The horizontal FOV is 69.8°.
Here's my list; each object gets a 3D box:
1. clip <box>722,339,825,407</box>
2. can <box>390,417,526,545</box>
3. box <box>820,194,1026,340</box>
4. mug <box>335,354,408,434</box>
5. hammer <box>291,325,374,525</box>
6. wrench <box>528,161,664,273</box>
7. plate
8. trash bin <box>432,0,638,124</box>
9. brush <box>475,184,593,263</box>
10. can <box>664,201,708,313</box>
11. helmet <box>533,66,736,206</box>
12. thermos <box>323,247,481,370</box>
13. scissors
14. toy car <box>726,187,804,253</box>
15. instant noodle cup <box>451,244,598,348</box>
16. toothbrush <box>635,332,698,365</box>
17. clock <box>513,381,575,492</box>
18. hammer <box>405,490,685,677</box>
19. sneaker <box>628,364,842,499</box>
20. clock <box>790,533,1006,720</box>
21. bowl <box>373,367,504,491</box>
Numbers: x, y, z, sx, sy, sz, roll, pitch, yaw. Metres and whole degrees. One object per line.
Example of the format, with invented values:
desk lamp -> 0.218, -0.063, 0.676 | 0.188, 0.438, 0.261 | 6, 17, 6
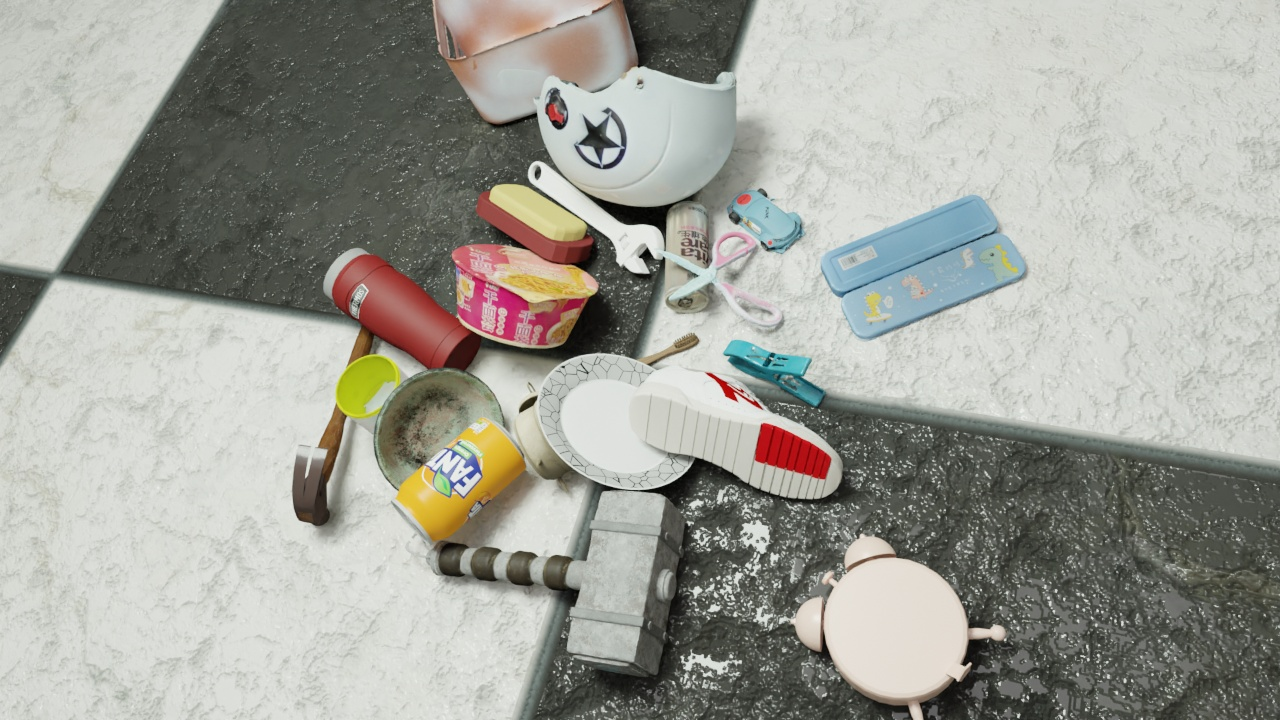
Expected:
clip -> 0.152, 0.013, 1.045 | 0.120, 0.104, 0.027 | 24, 68, 33
can -> -0.202, 0.135, 1.029 | 0.079, 0.079, 0.142 | 36, 65, 29
box -> 0.326, -0.111, 1.068 | 0.209, 0.021, 0.125 | -22, 58, 5
mug -> -0.308, 0.053, 1.117 | 0.083, 0.106, 0.082 | -7, 61, 13
hammer -> -0.373, 0.049, 1.155 | 0.033, 0.116, 0.322 | 9, 55, -3
wrench -> -0.066, -0.197, 1.216 | 0.273, 0.018, 0.066 | 40, 115, 33
plate -> -0.025, 0.069, 1.031 | 0.188, 0.016, 0.188 | 12, 46, -13
trash bin -> -0.143, -0.474, 1.319 | 0.260, 0.157, 0.181 | -18, 60, 8
brush -> -0.137, -0.185, 1.203 | 0.173, 0.082, 0.042 | 35, 120, 28
can -> 0.058, -0.130, 1.137 | 0.054, 0.054, 0.135 | -5, 61, 14
helmet -> -0.008, -0.278, 1.159 | 0.264, 0.235, 0.164 | 7, 106, 35
thermos -> -0.297, -0.062, 1.174 | 0.198, 0.107, 0.084 | 34, 116, 13
scissors -> 0.102, -0.093, 1.090 | 0.173, 0.014, 0.170 | 48, 50, 11
toy car -> 0.154, -0.183, 1.152 | 0.060, 0.027, 0.108 | -41, 60, -7
instant noodle cup -> -0.147, -0.075, 1.112 | 0.179, 0.178, 0.078 | 27, 113, 27
toothbrush -> -0.007, 0.006, 1.106 | 0.167, 0.016, 0.016 | -26, 58, 3
clock -> -0.114, 0.080, 1.059 | 0.054, 0.093, 0.140 | -30, 51, 7
hammer -> -0.118, 0.227, 0.993 | 0.327, 0.079, 0.176 | 1, 63, 23
sneaker -> 0.112, 0.065, 1.006 | 0.237, 0.090, 0.104 | 17, 39, 15
clock -> 0.239, 0.252, 0.870 | 0.160, 0.086, 0.131 | 35, 76, 35
bowl -> -0.238, 0.085, 1.072 | 0.157, 0.157, 0.039 | -54, 30, -15
